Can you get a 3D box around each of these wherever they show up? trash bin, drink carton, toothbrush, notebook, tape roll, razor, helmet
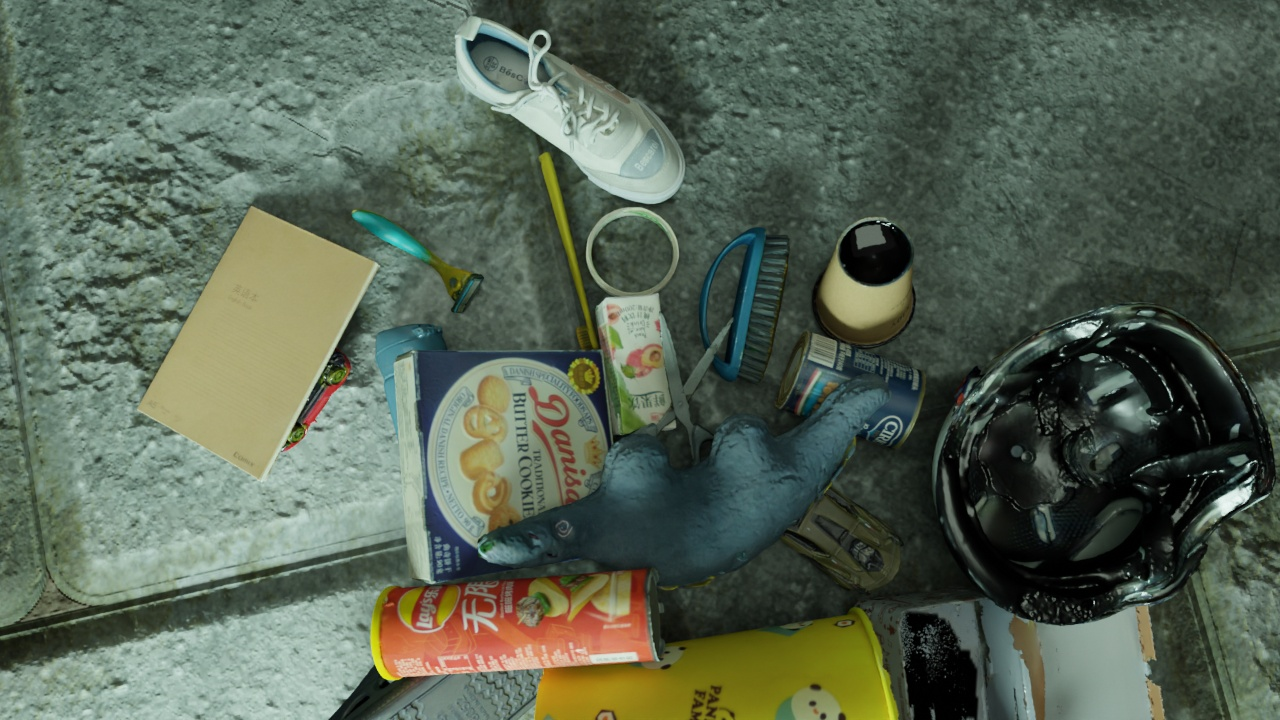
[{"bbox_3d":[0.058,0.318,0.707,0.255,0.229,0.229,-6,84,2],"label":"trash bin"},{"bbox_3d":[-0.005,0.005,0.822,0.053,0.045,0.122,-7,86,-16],"label":"drink carton"},{"bbox_3d":[-0.069,-0.100,0.847,0.016,0.015,0.190,-14,84,3],"label":"toothbrush"},{"bbox_3d":[-0.339,-0.020,0.812,0.149,0.012,0.211,24,83,17],"label":"notebook"},{"bbox_3d":[-0.008,-0.099,0.850,0.086,0.014,0.085,0,84,-2],"label":"tape roll"},{"bbox_3d":[-0.205,-0.098,0.835,0.132,0.028,0.043,35,114,-1],"label":"razor"},{"bbox_3d":[0.358,0.080,0.773,0.274,0.157,0.230,-42,89,1],"label":"helmet"}]

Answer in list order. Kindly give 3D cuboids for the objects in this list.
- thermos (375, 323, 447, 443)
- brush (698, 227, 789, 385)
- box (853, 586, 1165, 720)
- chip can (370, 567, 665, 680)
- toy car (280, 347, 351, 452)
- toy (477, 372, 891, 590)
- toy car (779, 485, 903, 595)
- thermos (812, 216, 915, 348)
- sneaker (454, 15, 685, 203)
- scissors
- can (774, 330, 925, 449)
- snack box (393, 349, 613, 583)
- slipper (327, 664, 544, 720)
[{"bbox_3d":[-0.177,0.074,0.800,0.070,0.070,0.220,-17,84,-4],"label":"thermos"},{"bbox_3d":[0.090,-0.052,0.827,0.073,0.055,0.143,13,84,-2],"label":"brush"},{"bbox_3d":[0.323,0.282,0.787,0.260,0.082,0.177,-3,83,-16],"label":"box"},{"bbox_3d":[-0.092,0.200,0.699,0.217,0.073,0.073,-6,83,9],"label":"chip can"},{"bbox_3d":[-0.301,0.032,0.812,0.049,0.031,0.106,32,84,19],"label":"toy car"},{"bbox_3d":[0.046,0.117,0.753,0.356,0.091,0.138,-18,122,-10],"label":"toy"},{"bbox_3d":[0.159,0.145,0.816,0.158,0.042,0.070,34,83,4],"label":"toy car"},{"bbox_3d":[0.198,-0.068,0.796,0.093,0.143,0.093,-2,75,8],"label":"thermos"},{"bbox_3d":[-0.061,-0.232,0.825,0.242,0.091,0.089,33,84,1],"label":"sneaker"},{"bbox_3d":[0.029,0.041,0.789,0.159,0.014,0.181,-32,119,-14],"label":"scissors"},{"bbox_3d":[0.184,0.025,0.812,0.111,0.075,0.075,20,83,0],"label":"can"},{"bbox_3d":[-0.106,0.081,0.766,0.182,0.046,0.178,-2,82,-35],"label":"snack box"},{"bbox_3d":[-0.176,0.289,0.770,0.267,0.083,0.111,-34,117,-20],"label":"slipper"}]
